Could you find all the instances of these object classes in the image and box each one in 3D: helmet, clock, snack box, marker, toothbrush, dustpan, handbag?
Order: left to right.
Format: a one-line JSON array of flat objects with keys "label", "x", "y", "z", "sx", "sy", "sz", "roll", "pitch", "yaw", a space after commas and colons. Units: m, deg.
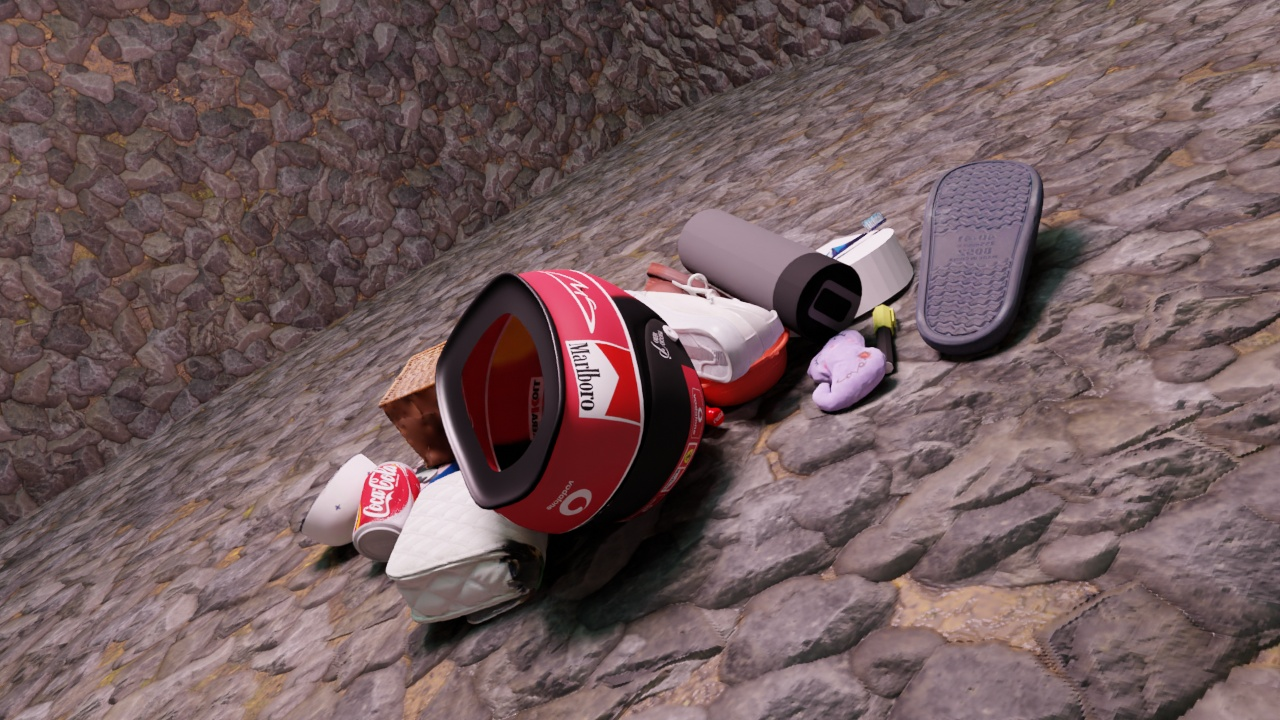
[{"label": "snack box", "x": -0.232, "y": 0.126, "z": 1.141, "sx": 0.088, "sy": 0.033, "sz": 0.153, "roll": -6, "pitch": 28, "yaw": 48}, {"label": "handbag", "x": -0.149, "y": 0.166, "z": 0.867, "sx": 0.139, "sy": 0.072, "sz": 0.194, "roll": -17, "pitch": 19, "yaw": 5}, {"label": "helmet", "x": -0.049, "y": 0.040, "z": 0.831, "sx": 0.198, "sy": 0.224, "sz": 0.270, "roll": -50, "pitch": 43, "yaw": 22}, {"label": "clock", "x": 0.052, "y": -0.058, "z": 1.088, "sx": 0.072, "sy": 0.120, "sz": 0.158, "roll": -64, "pitch": 12, "yaw": 0}, {"label": "dustpan", "x": 0.217, "y": -0.087, "z": 1.107, "sx": 0.191, "sy": 0.053, "sz": 0.258, "roll": -30, "pitch": 7, "yaw": -8}, {"label": "toothbrush", "x": 0.220, "y": -0.126, "z": 1.064, "sx": 0.188, "sy": 0.017, "sz": 0.016, "roll": -34, "pitch": 0, "yaw": -25}, {"label": "marker", "x": 0.241, "y": -0.022, "z": 0.900, "sx": 0.021, "sy": 0.017, "sz": 0.123, "roll": -21, "pitch": 21, "yaw": 22}]

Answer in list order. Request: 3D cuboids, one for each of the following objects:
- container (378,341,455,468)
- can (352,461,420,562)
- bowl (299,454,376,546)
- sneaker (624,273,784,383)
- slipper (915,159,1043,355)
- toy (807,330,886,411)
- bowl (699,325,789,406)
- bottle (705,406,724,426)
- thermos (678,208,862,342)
[{"label": "container", "x": -0.195, "y": 0.037, "z": 1.094, "sx": 0.199, "sy": 0.114, "sz": 0.112, "roll": -22, "pitch": 24, "yaw": 24}, {"label": "can", "x": -0.280, "y": 0.166, "z": 1.018, "sx": 0.064, "sy": 0.064, "sz": 0.104, "roll": -24, "pitch": 35, "yaw": 11}, {"label": "bowl", "x": -0.342, "y": 0.173, "z": 1.089, "sx": 0.113, "sy": 0.063, "sz": 0.113, "roll": -57, "pitch": 0, "yaw": -1}, {"label": "sneaker", "x": 0.053, "y": -0.037, "z": 0.961, "sx": 0.090, "sy": 0.089, "sz": 0.242, "roll": -31, "pitch": 25, "yaw": -25}, {"label": "slipper", "x": 0.334, "y": -0.094, "z": 0.891, "sx": 0.111, "sy": 0.083, "sz": 0.267, "roll": -5, "pitch": 46, "yaw": 33}, {"label": "toy", "x": 0.188, "y": 0.009, "z": 0.863, "sx": 0.080, "sy": 0.036, "sz": 0.099, "roll": -45, "pitch": 19, "yaw": 3}, {"label": "bowl", "x": 0.103, "y": 0.010, "z": 0.963, "sx": 0.130, "sy": 0.045, "sz": 0.130, "roll": -25, "pitch": 19, "yaw": 9}, {"label": "bottle", "x": 0.043, "y": 0.054, "z": 0.946, "sx": 0.036, "sy": 0.036, "sz": 0.119, "roll": -37, "pitch": 21, "yaw": -26}, {"label": "thermos", "x": 0.132, "y": -0.096, "z": 0.983, "sx": 0.082, "sy": 0.082, "sz": 0.240, "roll": -32, "pitch": 32, "yaw": -12}]
